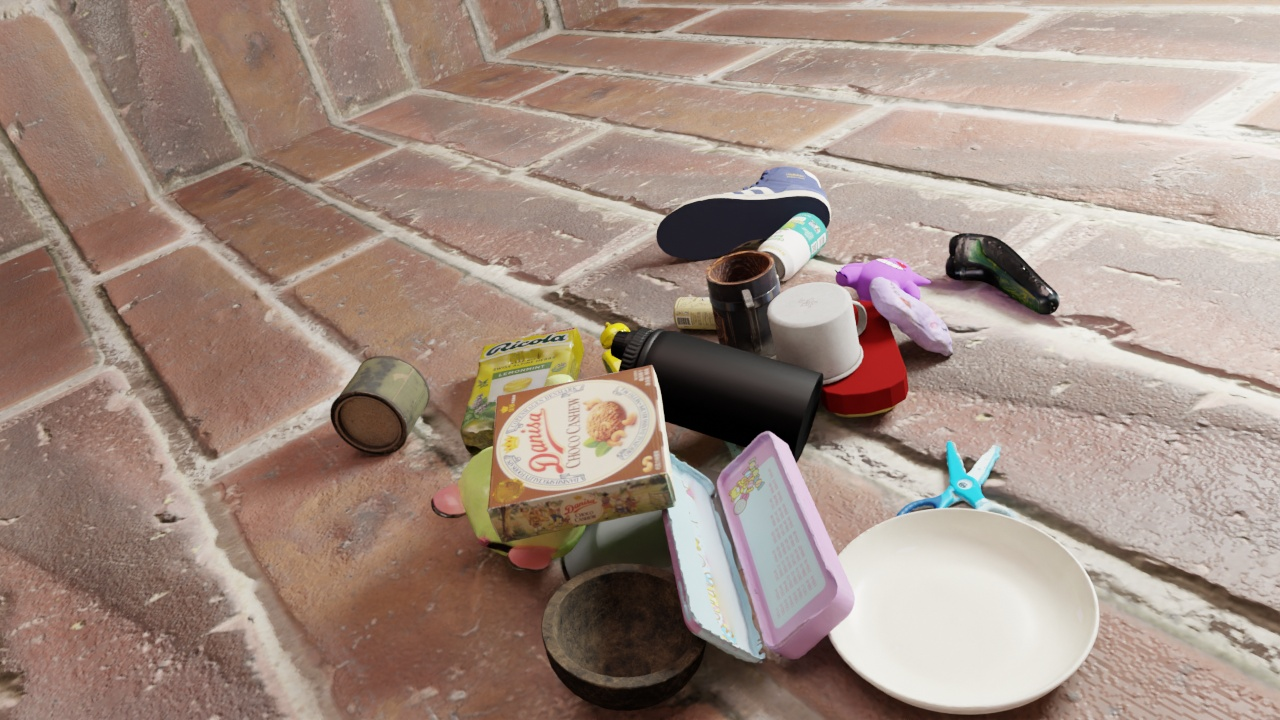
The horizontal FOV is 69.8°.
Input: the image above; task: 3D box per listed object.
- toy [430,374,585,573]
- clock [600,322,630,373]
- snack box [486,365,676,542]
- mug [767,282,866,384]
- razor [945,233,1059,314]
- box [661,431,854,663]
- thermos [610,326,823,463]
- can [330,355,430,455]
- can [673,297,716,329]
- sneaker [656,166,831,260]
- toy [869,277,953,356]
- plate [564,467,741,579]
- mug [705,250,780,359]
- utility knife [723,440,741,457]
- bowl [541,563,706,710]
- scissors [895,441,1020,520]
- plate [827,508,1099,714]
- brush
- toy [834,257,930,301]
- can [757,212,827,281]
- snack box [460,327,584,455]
[{"bbox_3d":[-0.087,0.110,0.847,0.150,0.107,0.196,23,56,29],"label":"toy"},{"bbox_3d":[-0.006,0.006,0.983,0.057,0.083,0.118,-28,46,-7],"label":"clock"},{"bbox_3d":[-0.050,0.074,0.764,0.147,0.041,0.143,-12,36,4],"label":"snack box"},{"bbox_3d":[0.178,-0.034,0.891,0.113,0.070,0.084,-35,36,-26],"label":"mug"},{"bbox_3d":[0.388,-0.090,0.995,0.067,0.054,0.151,-29,39,-2],"label":"razor"},{"bbox_3d":[0.077,0.125,0.713,0.090,0.091,0.214,-47,24,18],"label":"box"},{"bbox_3d":[0.063,0.025,0.865,0.199,0.086,0.085,17,41,18],"label":"thermos"},{"bbox_3d":[-0.294,0.051,1.041,0.090,0.090,0.074,-7,32,15],"label":"can"},{"bbox_3d":[0.082,-0.055,1.086,0.080,0.038,0.038,3,36,29],"label":"can"},{"bbox_3d":[0.142,-0.212,1.261,0.233,0.091,0.118,-8,32,16],"label":"sneaker"},{"bbox_3d":[0.276,-0.048,0.937,0.036,0.099,0.080,-48,25,21],"label":"toy"},{"bbox_3d":[0.017,0.149,0.812,0.178,0.012,0.178,-12,31,7],"label":"plate"},{"bbox_3d":[0.119,-0.046,0.985,0.080,0.107,0.115,-13,31,4],"label":"mug"},{"bbox_3d":[0.104,0.102,0.842,0.022,0.015,0.167,-19,33,-6],"label":"utility knife"},{"bbox_3d":[-0.011,0.212,0.677,0.121,0.056,0.121,-1,30,0],"label":"bowl"},{"bbox_3d":[0.258,0.110,0.764,0.118,0.013,0.139,-11,34,12],"label":"scissors"},{"bbox_3d":[0.222,0.178,0.648,0.182,0.034,0.182,-12,31,7],"label":"plate"},{"bbox_3d":[0.217,0.001,0.928,0.082,0.042,0.173,-10,31,10],"label":"brush"},{"bbox_3d":[0.272,-0.085,1.031,0.087,0.056,0.106,-31,44,-30],"label":"toy"},{"bbox_3d":[0.190,-0.142,1.159,0.055,0.055,0.101,13,42,39],"label":"can"},{"bbox_3d":[-0.133,0.031,1.042,0.121,0.045,0.180,-11,31,10],"label":"snack box"}]
